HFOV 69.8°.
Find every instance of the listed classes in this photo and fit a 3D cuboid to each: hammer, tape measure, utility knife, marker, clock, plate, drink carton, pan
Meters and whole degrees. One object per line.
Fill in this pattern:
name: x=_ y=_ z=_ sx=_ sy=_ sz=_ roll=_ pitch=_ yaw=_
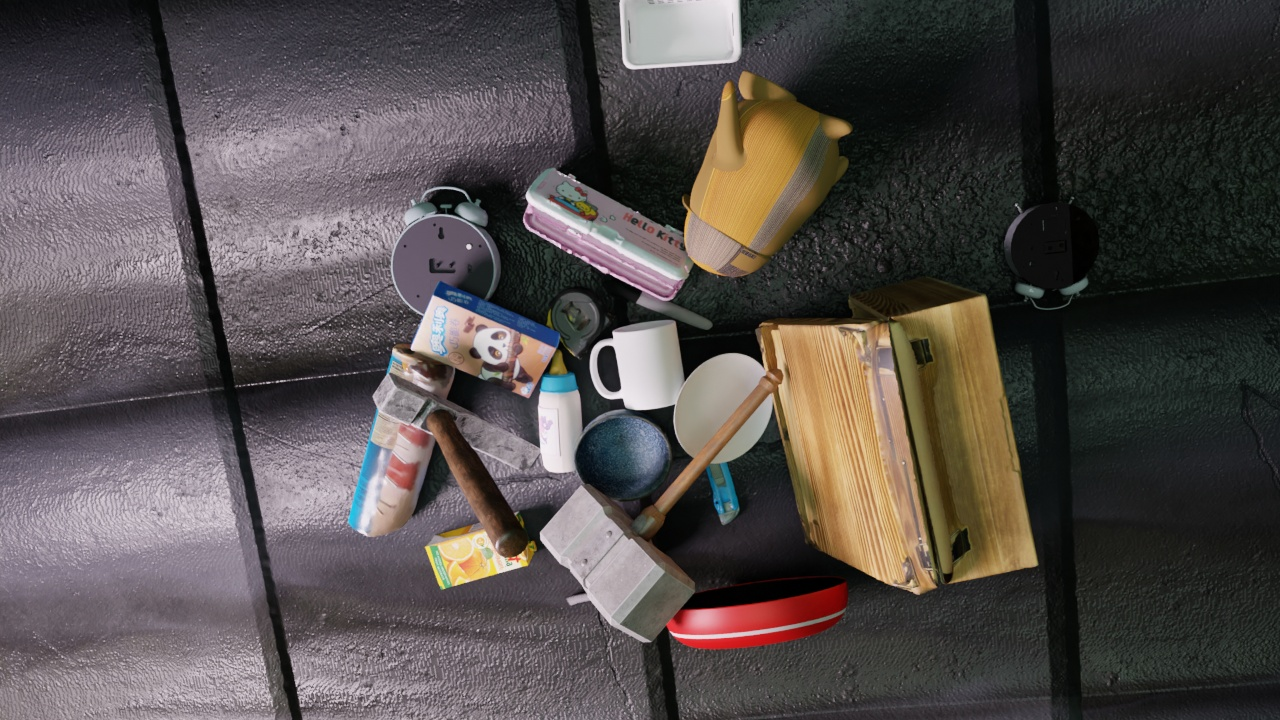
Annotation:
hammer: x=0.050 y=0.130 z=1.005 sx=0.317 sy=0.163 sz=0.083 roll=-49 pitch=135 yaw=-2
tape measure: x=-0.073 y=-0.050 z=1.079 sx=0.072 sy=0.042 sz=0.071 roll=43 pitch=103 yaw=-1
utility knife: x=0.086 y=0.117 z=1.111 sx=0.031 sy=0.015 sz=0.173 roll=-19 pitch=97 yaw=2
marker: x=0.019 y=-0.064 z=1.084 sx=0.138 sy=0.016 sz=0.022 roll=23 pitch=132 yaw=-1
clock: x=0.460 y=-0.118 z=1.031 sx=0.094 sy=0.035 sz=0.123 roll=-6 pitch=100 yaw=5
plate: x=0.096 y=0.055 z=1.074 sx=0.134 sy=0.011 sz=0.135 roll=-8 pitch=109 yaw=-25
clock: x=-0.226 y=-0.123 z=1.076 sx=0.122 sy=0.045 sz=0.159 roll=1 pitch=99 yaw=4
drink carton: x=-0.195 y=0.234 z=1.138 sx=0.122 sy=0.041 sz=0.058 roll=-17 pitch=98 yaw=6
hammer: x=-0.151 y=0.127 z=0.962 sx=0.217 sy=0.300 sz=0.037 roll=32 pitch=95 yaw=-34
pan: x=0.066 y=0.291 z=1.070 sx=0.357 sy=0.208 sz=0.067 roll=-13 pitch=80 yaw=28

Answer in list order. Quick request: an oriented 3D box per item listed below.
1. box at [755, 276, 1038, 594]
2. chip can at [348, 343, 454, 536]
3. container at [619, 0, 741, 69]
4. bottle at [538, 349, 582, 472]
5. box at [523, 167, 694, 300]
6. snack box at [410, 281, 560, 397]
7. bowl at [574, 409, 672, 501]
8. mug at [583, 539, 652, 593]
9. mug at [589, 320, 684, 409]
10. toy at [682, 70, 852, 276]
box: x=0.260 y=0.077 z=0.966 sx=0.215 sy=0.257 sz=0.279 roll=-12 pitch=98 yaw=4
chip can: x=-0.287 y=0.099 z=1.104 sx=0.080 sy=0.079 sz=0.230 roll=18 pitch=101 yaw=1
container: x=0.045 y=-0.363 z=1.010 sx=0.129 sy=0.049 sz=0.081 roll=-2 pitch=100 yaw=5
bottle: x=-0.096 y=0.059 z=1.094 sx=0.051 sy=0.051 sz=0.146 roll=-2 pitch=100 yaw=4
box: x=-0.035 y=-0.143 z=1.032 sx=0.202 sy=0.095 sz=0.088 roll=28 pitch=98 yaw=-1
snack box: x=-0.179 y=-0.022 z=1.059 sx=0.151 sy=0.034 sz=0.087 roll=23 pitch=126 yaw=-13
bowl: x=-0.019 y=0.103 z=1.088 sx=0.114 sy=0.060 sz=0.114 roll=0 pitch=113 yaw=0
mug: x=-0.037 y=0.218 z=1.110 sx=0.089 sy=0.071 sz=0.107 roll=-22 pitch=92 yaw=4
mug: x=-0.006 y=0.006 z=1.071 sx=0.111 sy=0.073 sz=0.090 roll=-6 pitch=100 yaw=18
toy: x=0.121 y=-0.189 z=0.999 sx=0.198 sy=0.162 sz=0.203 roll=18 pitch=107 yaw=-40
